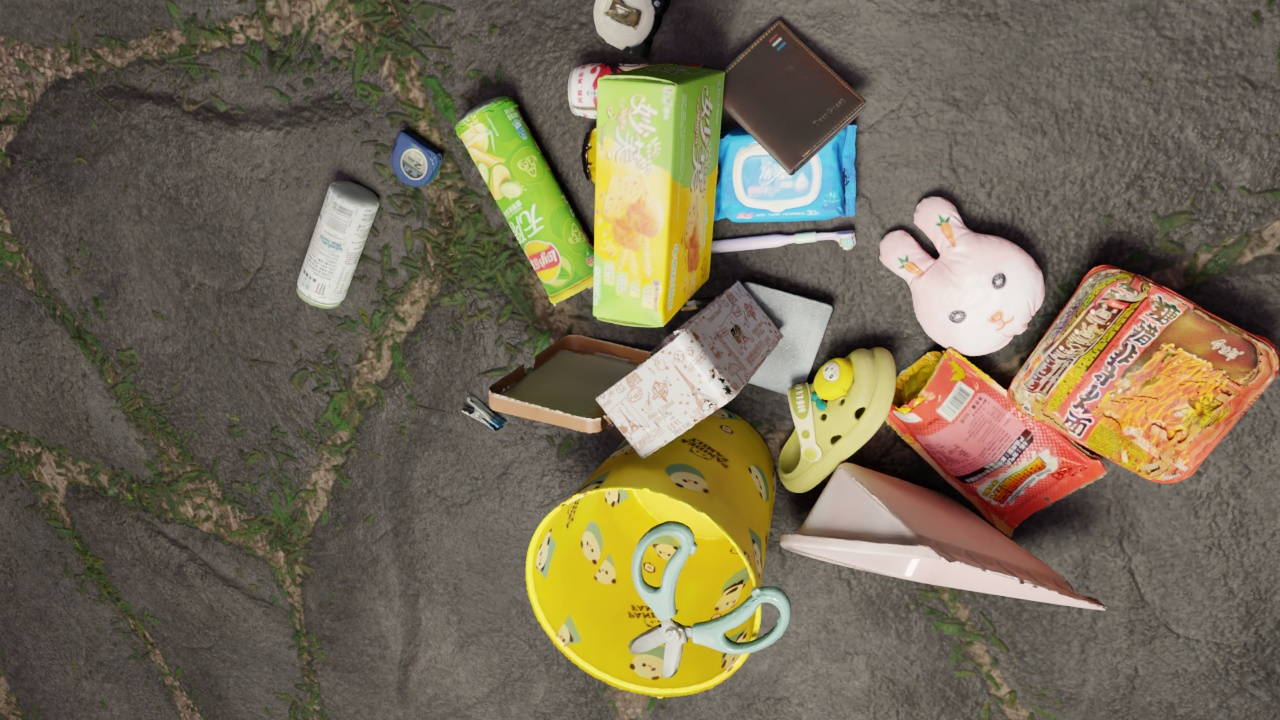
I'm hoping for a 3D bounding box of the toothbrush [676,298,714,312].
[{"bbox_3d":[0.048,-0.060,1.003,0.186,0.017,0.012,-7,111,22],"label":"toothbrush"}]

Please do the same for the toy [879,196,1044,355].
[{"bbox_3d":[0.309,-0.080,0.893,0.159,0.054,0.122,44,120,5],"label":"toy"}]

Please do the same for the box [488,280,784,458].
[{"bbox_3d":[-0.001,0.015,0.937,0.275,0.178,0.124,-11,106,30],"label":"box"}]

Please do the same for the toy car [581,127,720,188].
[{"bbox_3d":[0.009,-0.201,0.927,0.156,0.041,0.071,17,117,31],"label":"toy car"}]

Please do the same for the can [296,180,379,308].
[{"bbox_3d":[-0.356,-0.135,1.075,0.058,0.058,0.147,32,117,3],"label":"can"}]

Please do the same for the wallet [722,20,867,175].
[{"bbox_3d":[0.137,-0.247,0.863,0.096,0.020,0.122,-43,75,7],"label":"wallet"}]

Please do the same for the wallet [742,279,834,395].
[{"bbox_3d":[0.142,-0.022,0.976,0.097,0.019,0.121,17,123,5],"label":"wallet"}]

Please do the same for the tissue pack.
[{"bbox_3d":[0.133,-0.184,0.904,0.157,0.052,0.095,1,111,17],"label":"tissue pack"}]

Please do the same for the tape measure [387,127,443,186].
[{"bbox_3d":[-0.251,-0.223,1.026,0.058,0.025,0.055,36,119,6],"label":"tape measure"}]

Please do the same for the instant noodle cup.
[{"bbox_3d":[0.465,0.009,0.862,0.189,0.078,0.165,30,117,6],"label":"instant noodle cup"}]

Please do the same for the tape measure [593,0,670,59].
[{"bbox_3d":[-0.012,-0.339,0.899,0.066,0.033,0.066,27,115,5],"label":"tape measure"}]

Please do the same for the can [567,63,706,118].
[{"bbox_3d":[-0.002,-0.267,0.913,0.133,0.053,0.053,6,112,16],"label":"can"}]

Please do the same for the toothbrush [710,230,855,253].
[{"bbox_3d":[0.126,-0.120,0.952,0.189,0.029,0.021,-2,70,20],"label":"toothbrush"}]

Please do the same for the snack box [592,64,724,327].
[{"bbox_3d":[0.017,-0.153,0.826,0.070,0.157,0.210,10,114,17],"label":"snack box"}]

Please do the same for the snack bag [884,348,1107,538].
[{"bbox_3d":[0.352,0.083,0.940,0.208,0.073,0.129,38,122,-6],"label":"snack bag"}]

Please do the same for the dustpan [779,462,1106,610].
[{"bbox_3d":[0.272,0.211,0.918,0.222,0.273,0.139,21,103,-23],"label":"dustpan"}]

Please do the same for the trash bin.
[{"bbox_3d":[0.033,0.175,0.966,0.230,0.254,0.230,6,113,15],"label":"trash bin"}]

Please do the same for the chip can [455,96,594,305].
[{"bbox_3d":[-0.116,-0.171,0.978,0.073,0.072,0.221,-24,102,24],"label":"chip can"}]

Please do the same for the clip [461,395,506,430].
[{"bbox_3d":[-0.193,0.067,1.124,0.057,0.024,0.030,34,113,7],"label":"clip"}]

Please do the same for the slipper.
[{"bbox_3d":[0.189,0.060,0.957,0.081,0.091,0.191,23,123,-16],"label":"slipper"}]

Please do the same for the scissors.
[{"bbox_3d":[0.039,0.212,0.826,0.173,0.019,0.179,-29,101,27],"label":"scissors"}]
